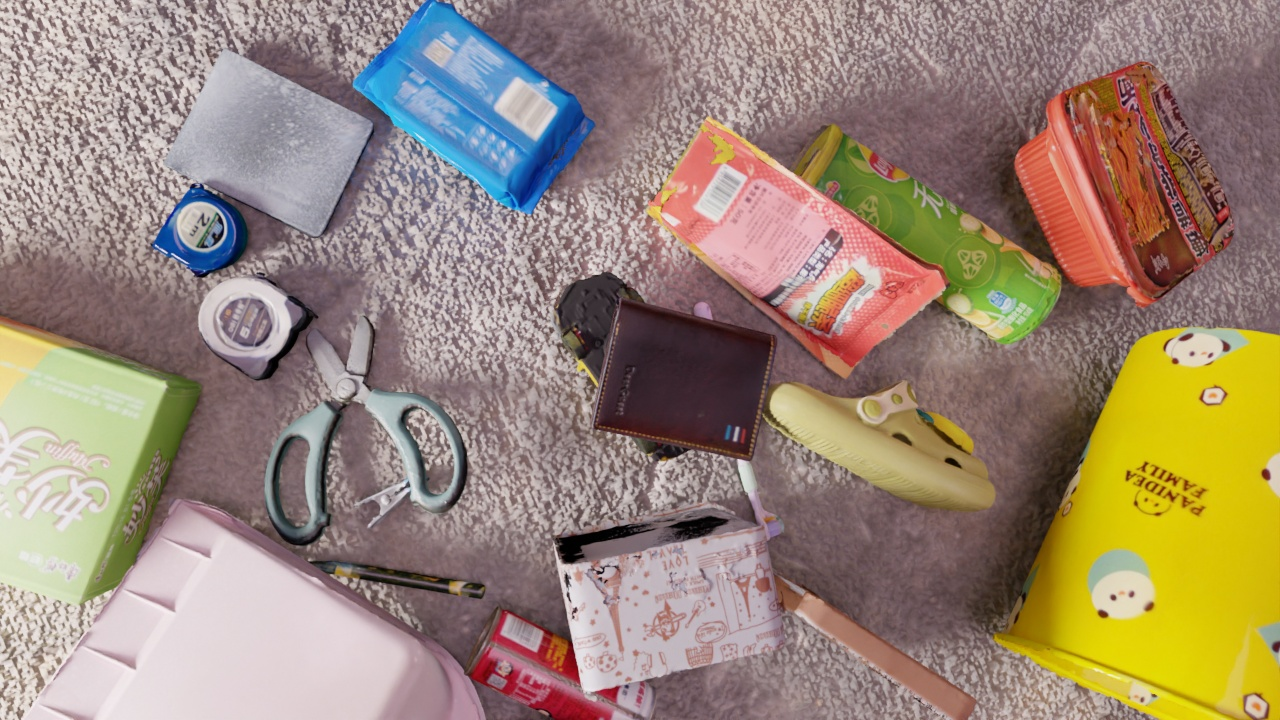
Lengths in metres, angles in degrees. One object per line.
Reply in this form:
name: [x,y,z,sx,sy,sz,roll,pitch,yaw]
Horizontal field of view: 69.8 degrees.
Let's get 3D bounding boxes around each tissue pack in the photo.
tissue pack: [-0.120,-0.185,0.670,0.157,0.052,0.095,36,82,-6]

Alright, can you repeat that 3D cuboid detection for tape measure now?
tape measure: [-0.277,-0.027,0.655,0.066,0.033,0.065,38,82,-7]
tape measure: [-0.310,-0.090,0.655,0.054,0.025,0.058,33,93,-7]

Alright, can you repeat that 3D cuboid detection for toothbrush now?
toothbrush: [0.073,0.045,0.707,0.021,0.029,0.189,-18,90,28]
toothbrush: [-0.205,0.151,0.670,0.186,0.012,0.017,12,76,-7]

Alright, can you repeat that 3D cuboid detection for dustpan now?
dustpan: [-0.243,0.257,0.612,0.273,0.139,0.222,21,60,11]

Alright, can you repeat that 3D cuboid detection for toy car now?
toy car: [-0.004,0.004,0.685,0.071,0.041,0.156,-38,99,-10]

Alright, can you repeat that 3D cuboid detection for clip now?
clip: [-0.180,0.100,0.669,0.057,0.025,0.029,-32,89,-3]

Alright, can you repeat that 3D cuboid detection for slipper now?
slipper: [0.184,0.050,0.688,0.190,0.092,0.081,25,83,-3]

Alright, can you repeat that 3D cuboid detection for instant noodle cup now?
instant noodle cup: [0.362,-0.130,0.699,0.188,0.079,0.164,-25,91,-37]

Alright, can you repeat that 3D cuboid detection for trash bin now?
trash bin: [0.409,0.129,0.656,0.229,0.230,0.255,25,79,-6]

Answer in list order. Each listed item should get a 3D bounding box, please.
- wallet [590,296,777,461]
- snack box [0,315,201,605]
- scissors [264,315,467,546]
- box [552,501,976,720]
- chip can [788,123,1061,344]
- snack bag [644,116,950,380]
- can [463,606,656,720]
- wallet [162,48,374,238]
wallet: [0.032,0.014,0.663,0.122,0.020,0.096,13,87,-10]
snack box: [-0.432,0.053,0.613,0.210,0.070,0.157,20,86,-6]
scissors: [-0.215,0.062,0.658,0.179,0.019,0.172,-39,80,0]
box: [0.070,0.165,0.624,0.274,0.179,0.124,13,85,-6]
chip can: [0.215,-0.094,0.703,0.221,0.072,0.072,31,85,-6]
snack bag: [0.107,-0.081,0.673,0.208,0.129,0.073,35,49,-2]
can: [-0.057,0.232,0.667,0.132,0.053,0.053,28,85,-6]
wallet: [-0.268,-0.156,0.668,0.121,0.019,0.097,26,87,-8]
